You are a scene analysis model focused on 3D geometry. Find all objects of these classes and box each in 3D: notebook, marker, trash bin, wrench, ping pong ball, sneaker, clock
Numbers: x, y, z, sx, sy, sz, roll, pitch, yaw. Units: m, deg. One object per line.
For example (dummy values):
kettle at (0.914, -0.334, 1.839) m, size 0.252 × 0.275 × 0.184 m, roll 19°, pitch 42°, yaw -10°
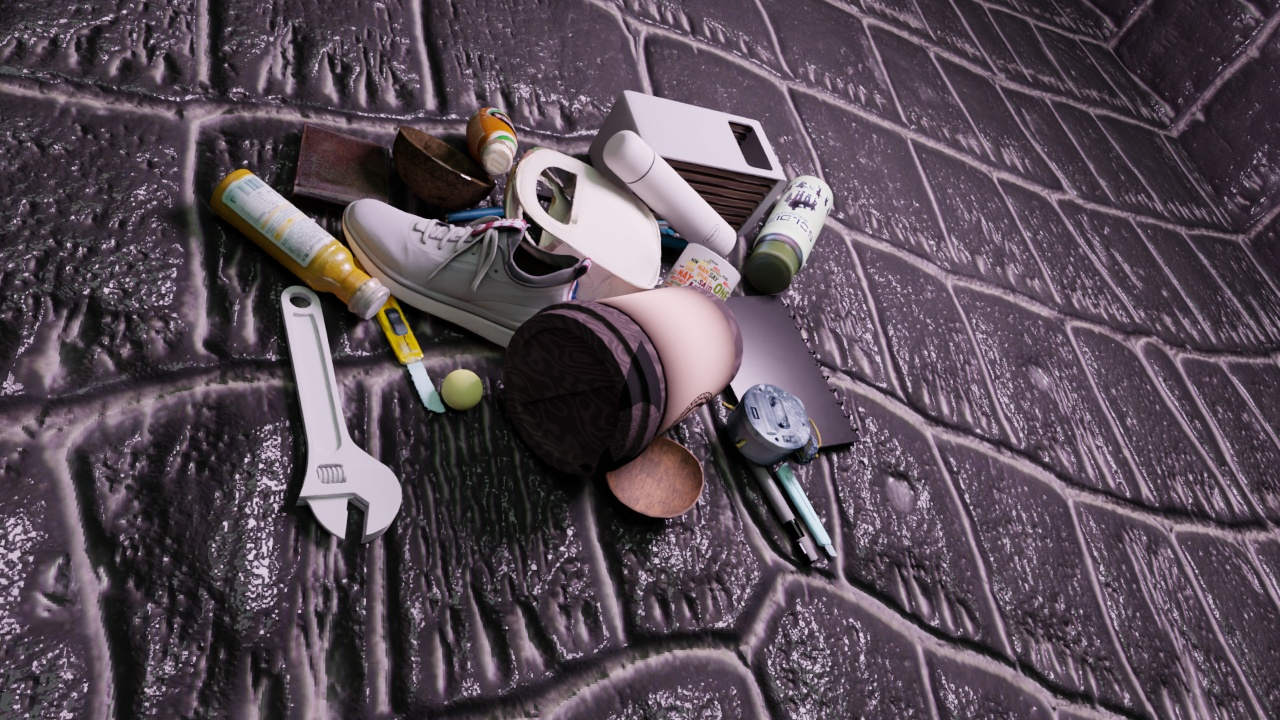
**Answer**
notebook at (0.168, 0.014, 1.159) m, size 0.168 × 0.019 × 0.231 m, roll -5°, pitch 58°, yaw -35°
marker at (0.157, 0.164, 1.029) m, size 0.016 × 0.016 × 0.140 m, roll -11°, pitch 62°, yaw -39°
trash bin at (0.063, -0.263, 1.245) m, size 0.228 × 0.115 × 0.114 m, roll 3°, pitch 54°, yaw -32°
wrench at (-0.282, 0.040, 0.840) m, size 0.086 × 0.018 × 0.273 m, roll 0°, pitch 54°, yaw -33°
ping pong ball at (-0.175, 0.029, 0.902) m, size 0.040 × 0.040 × 0.040 m, roll 18°, pitch 47°, yaw -21°
sneaker at (-0.178, -0.110, 0.946) m, size 0.263 × 0.129 × 0.096 m, roll 28°, pitch 34°, yaw -8°
clock at (0.157, 0.075, 1.051) m, size 0.129 × 0.052 × 0.090 m, roll 7°, pitch 50°, yaw -28°

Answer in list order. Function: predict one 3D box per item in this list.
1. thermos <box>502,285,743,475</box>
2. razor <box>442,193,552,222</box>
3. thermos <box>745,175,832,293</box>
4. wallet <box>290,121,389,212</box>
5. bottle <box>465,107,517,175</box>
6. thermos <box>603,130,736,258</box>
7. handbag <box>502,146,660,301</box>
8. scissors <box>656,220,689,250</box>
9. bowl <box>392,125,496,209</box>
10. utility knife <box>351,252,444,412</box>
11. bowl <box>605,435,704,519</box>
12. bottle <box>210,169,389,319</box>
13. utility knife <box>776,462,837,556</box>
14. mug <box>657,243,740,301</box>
thermos at (-0.006, 0.006, 0.951) m, size 0.172 × 0.173 × 0.225 m, roll 52°, pitch 38°, yaw 13°
razor at (-0.171, -0.180, 1.093) m, size 0.143 × 0.022 × 0.042 m, roll -20°, pitch 31°, yaw -38°
thermos at (0.208, -0.179, 1.304) m, size 0.082 × 0.083 × 0.230 m, roll 36°, pitch 44°, yaw -3°
wallet at (-0.326, -0.206, 1.006) m, size 0.099 × 0.031 × 0.119 m, roll 14°, pitch 46°, yaw -27°
bottle at (-0.173, -0.253, 1.077) m, size 0.059 × 0.059 × 0.167 m, roll 19°, pitch 20°, yaw -20°
thermos at (0.038, -0.203, 1.142) m, size 0.224 × 0.052 × 0.052 m, roll 36°, pitch 37°, yaw -41°
handbag at (-0.078, -0.148, 1.060) m, size 0.199 × 0.093 × 0.200 m, roll 37°, pitch 34°, yaw -24°
scissors at (0.026, -0.165, 1.211) m, size 0.148 × 0.019 × 0.131 m, roll 38°, pitch 43°, yaw -2°
bowl at (-0.230, -0.208, 1.039) m, size 0.121 × 0.056 × 0.121 m, roll 32°, pitch 15°, yaw -10°
utility knife at (-0.245, -0.032, 0.928) m, size 0.030 × 0.018 × 0.206 m, roll -18°, pitch 69°, yaw -31°
bowl at (0.012, 0.126, 0.953) m, size 0.102 × 0.026 × 0.114 m, roll 26°, pitch 40°, yaw 8°
bottle at (-0.332, -0.111, 0.904) m, size 0.186 × 0.053 × 0.053 m, roll 38°, pitch 43°, yaw -1°
utility knife at (0.189, 0.172, 1.046) m, size 0.022 × 0.015 × 0.119 m, roll -13°, pitch 67°, yaw -41°
mug at (0.060, -0.084, 1.112) m, size 0.073 × 0.105 × 0.089 m, roll 36°, pitch 86°, yaw -17°
